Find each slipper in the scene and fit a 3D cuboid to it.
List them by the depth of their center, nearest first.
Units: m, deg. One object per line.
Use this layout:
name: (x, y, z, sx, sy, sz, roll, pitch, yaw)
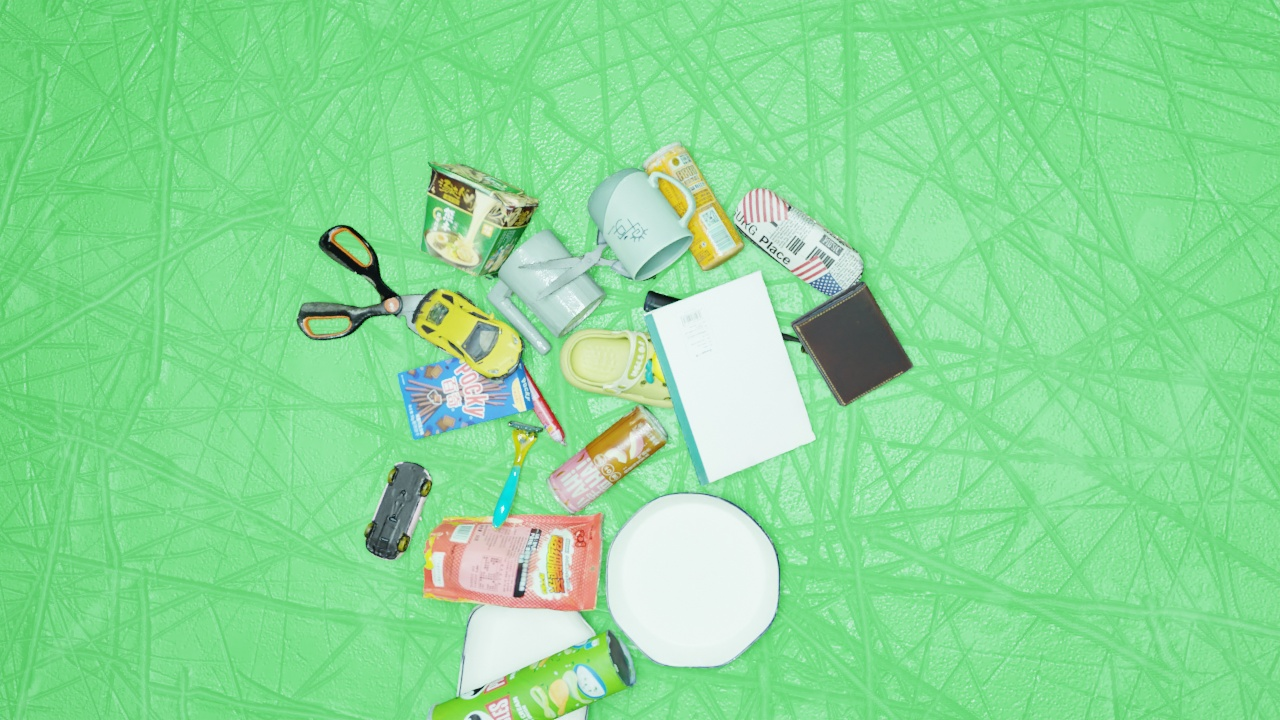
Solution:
slipper: (-0.006, 0.006, 1.065, 0.191, 0.081, 0.091, 6, 89, 10)

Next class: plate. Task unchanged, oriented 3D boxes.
plate: (0.061, 0.255, 1.076, 0.205, 0.045, 0.205, 0, 90, 6)
plate: (-0.138, 0.401, 1.109, 0.162, 0.034, 0.265, 7, 91, 8)

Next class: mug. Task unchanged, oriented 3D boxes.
mug: (0.007, -0.164, 1.032, 0.112, 0.082, 0.106, -39, 78, 26)
mug: (-0.114, -0.077, 1.087, 0.103, 0.083, 0.124, 47, 122, 4)

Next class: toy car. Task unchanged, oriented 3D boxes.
toy car: (-0.201, -0.032, 1.077, 0.156, 0.041, 0.071, 31, 84, 27)
toy car: (-0.296, 0.185, 1.129, 0.056, 0.037, 0.122, 20, 80, 4)

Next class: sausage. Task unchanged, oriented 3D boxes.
sausage: (-0.132, 0.039, 1.113, 0.020, 0.020, 0.156, -32, 86, 6)

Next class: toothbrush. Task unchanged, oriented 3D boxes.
toothbrush: (0.108, -0.042, 1.079, 0.213, 0.026, 0.027, 16, 122, 6)

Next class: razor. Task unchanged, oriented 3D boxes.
razor: (-0.154, 0.139, 1.100, 0.043, 0.028, 0.132, 13, 74, 5)

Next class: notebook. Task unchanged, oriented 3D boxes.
notebook: (0.103, 0.021, 1.042, 0.150, 0.012, 0.209, -21, 99, -13)

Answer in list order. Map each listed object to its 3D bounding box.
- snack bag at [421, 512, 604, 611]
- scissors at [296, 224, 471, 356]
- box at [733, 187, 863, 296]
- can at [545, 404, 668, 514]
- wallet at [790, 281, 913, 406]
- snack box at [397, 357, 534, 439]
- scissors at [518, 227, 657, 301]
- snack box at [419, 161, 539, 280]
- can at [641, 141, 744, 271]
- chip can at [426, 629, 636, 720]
snack bag: (-0.149, 0.236, 1.084, 0.208, 0.073, 0.128, 0, 51, 9)
scissors: (-0.326, -0.081, 1.137, 0.221, 0.021, 0.223, -21, 87, 8)
box: (0.177, -0.132, 1.040, 0.163, 0.079, 0.074, 37, 99, -1)
can: (-0.039, 0.117, 1.082, 0.147, 0.058, 0.058, -38, 86, 6)
wallet: (0.241, -0.017, 1.045, 0.096, 0.020, 0.122, -31, 108, 11)
snack box: (-0.213, 0.037, 1.110, 0.157, 0.026, 0.084, -15, 88, 16)
scissors: (-0.054, -0.117, 1.058, 0.159, 0.014, 0.171, 21, 61, -13)
snack box: (-0.198, -0.163, 1.080, 0.117, 0.118, 0.106, 25, 103, 6)
can: (0.061, -0.178, 1.066, 0.058, 0.058, 0.146, -31, 86, 6)
chip can: (-0.125, 0.385, 1.053, 0.236, 0.072, 0.072, -25, 87, 7)
